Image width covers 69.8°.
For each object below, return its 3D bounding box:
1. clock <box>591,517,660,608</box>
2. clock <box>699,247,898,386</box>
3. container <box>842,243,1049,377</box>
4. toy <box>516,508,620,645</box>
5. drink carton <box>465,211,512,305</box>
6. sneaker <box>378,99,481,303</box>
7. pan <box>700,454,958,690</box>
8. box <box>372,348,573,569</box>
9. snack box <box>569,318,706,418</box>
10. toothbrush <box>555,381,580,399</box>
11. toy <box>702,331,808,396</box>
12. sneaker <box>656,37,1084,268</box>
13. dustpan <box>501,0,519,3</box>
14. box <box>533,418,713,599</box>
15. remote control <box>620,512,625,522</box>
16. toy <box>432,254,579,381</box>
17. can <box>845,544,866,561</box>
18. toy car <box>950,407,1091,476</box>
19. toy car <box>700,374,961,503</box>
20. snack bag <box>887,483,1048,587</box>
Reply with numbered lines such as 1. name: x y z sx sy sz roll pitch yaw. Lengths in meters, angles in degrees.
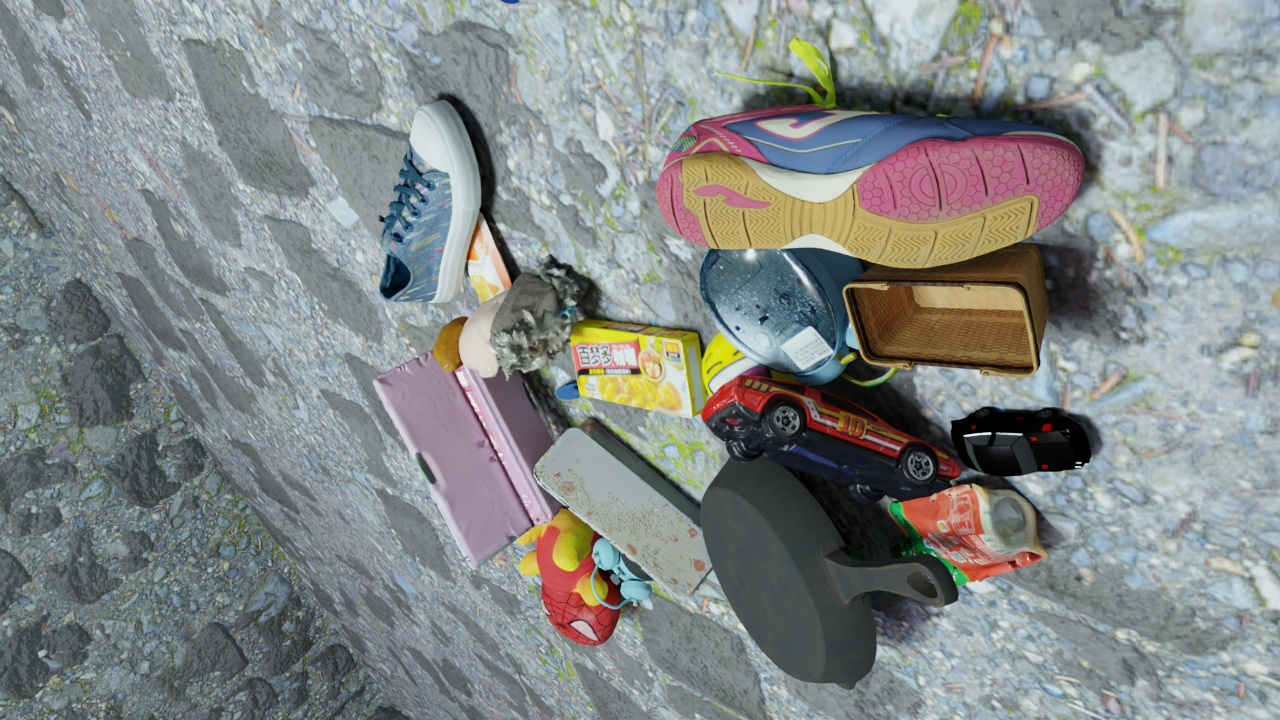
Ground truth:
1. clock: -0.012 0.228 1.038 0.087 0.122 0.042 51 137 -6
2. clock: 0.115 -0.038 0.656 0.162 0.059 0.118 47 149 0
3. container: 0.193 -0.035 0.564 0.114 0.061 0.063 6 130 43
4. toy: -0.087 0.291 1.219 0.147 0.098 0.216 29 144 44
5. drink carton: -0.164 -0.112 0.933 0.069 0.038 0.122 6 124 47
6. sneaker: -0.212 -0.138 0.885 0.087 0.079 0.236 50 144 27
7. pan: 0.143 0.186 0.783 0.248 0.043 0.357 66 160 2
8. box: -0.164 0.082 0.990 0.059 0.178 0.233 -16 106 37
9. snack box: -0.005 0.005 0.859 0.152 0.025 0.075 9 116 44
10. toothbrush: -0.060 0.026 0.973 0.021 0.016 0.133 46 148 -13
11. toy: 0.092 0.012 0.744 0.096 0.041 0.094 -34 87 41
12. sneaker: 0.129 -0.124 0.544 0.242 0.090 0.116 4 137 23
13. dustpan: -0.124 -0.387 0.560 0.245 0.059 0.258 50 147 -5
14. box: -0.005 0.161 1.007 0.216 0.094 0.107 38 174 13
15. remote control: -0.046 0.150 1.097 0.125 0.010 0.039 50 148 -6
16. toy: -0.130 -0.026 0.883 0.176 0.132 0.076 -12 126 35
17. can: 0.182 0.216 0.863 0.053 0.053 0.101 32 145 23
18. toy car: 0.254 0.059 0.621 0.092 0.036 0.042 -3 123 51
19. toy car: 0.142 0.062 0.692 0.189 0.056 0.082 22 159 -9
20. snack bag: 0.245 0.141 0.726 0.087 0.044 0.155 50 153 5
